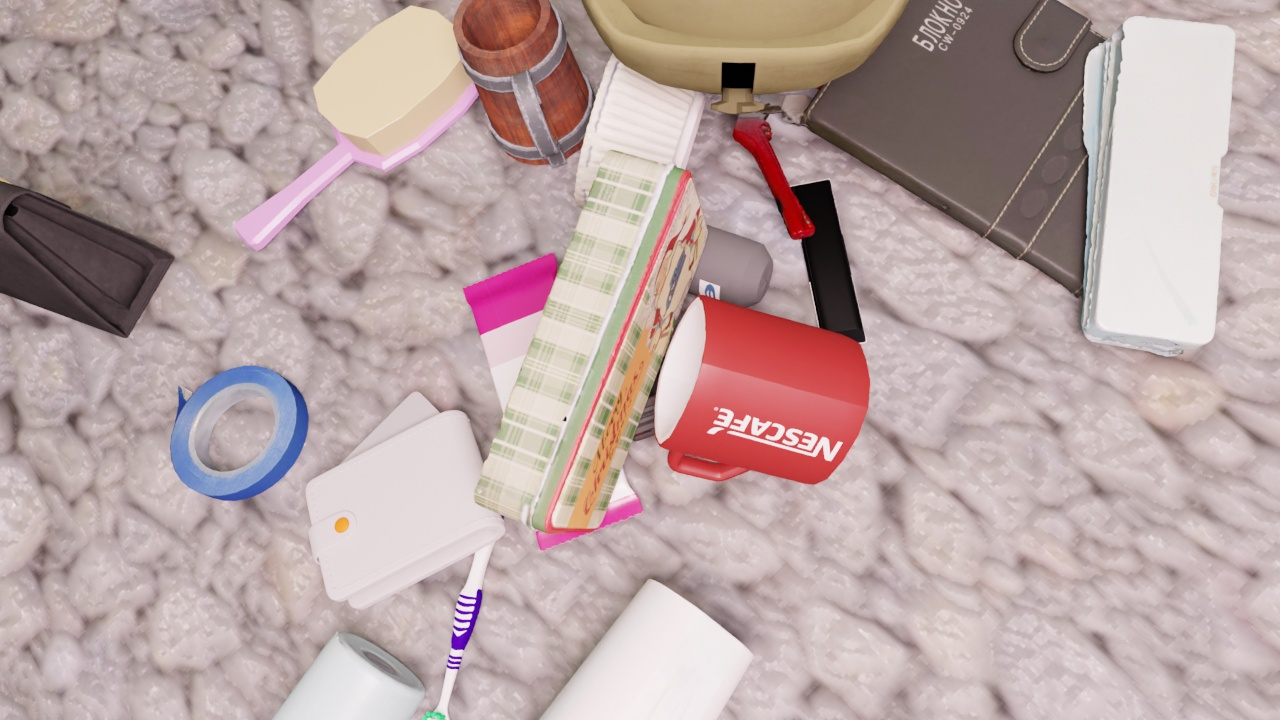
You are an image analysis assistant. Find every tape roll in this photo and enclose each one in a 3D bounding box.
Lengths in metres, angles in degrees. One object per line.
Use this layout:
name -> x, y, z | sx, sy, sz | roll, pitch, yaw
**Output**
tape roll -> -0.276, 0.050, 0.632 | 0.093, 0.016, 0.091 | -12, 67, 6

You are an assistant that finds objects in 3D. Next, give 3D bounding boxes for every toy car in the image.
toy car -> -0.003, 0.003, 0.588 | 0.040, 0.037, 0.092 | -20, 67, 2

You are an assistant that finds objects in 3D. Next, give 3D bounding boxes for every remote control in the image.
remote control -> 0.123, -0.067, 0.606 | 0.028, 0.012, 0.124 | -10, 67, 7

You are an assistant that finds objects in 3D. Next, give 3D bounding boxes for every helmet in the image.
helmet -> 0.059, -0.259, 0.506 | 0.250, 0.256, 0.232 | 3, 62, 5

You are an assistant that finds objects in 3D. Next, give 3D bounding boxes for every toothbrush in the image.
toothbrush -> -0.105, 0.150, 0.562 | 0.015, 0.016, 0.186 | 8, 71, 16

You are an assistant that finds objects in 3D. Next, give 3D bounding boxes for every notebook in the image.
notebook -> 0.234, -0.163, 0.592 | 0.209, 0.029, 0.169 | 34, 81, 4

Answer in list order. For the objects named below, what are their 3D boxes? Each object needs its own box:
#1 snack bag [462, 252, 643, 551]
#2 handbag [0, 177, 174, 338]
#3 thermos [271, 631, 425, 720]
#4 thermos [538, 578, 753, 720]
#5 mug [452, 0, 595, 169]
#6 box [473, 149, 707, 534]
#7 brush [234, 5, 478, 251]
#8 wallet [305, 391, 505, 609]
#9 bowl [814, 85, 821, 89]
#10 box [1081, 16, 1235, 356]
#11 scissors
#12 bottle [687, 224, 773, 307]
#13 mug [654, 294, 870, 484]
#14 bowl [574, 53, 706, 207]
snack bag -> -0.061, 0.022, 0.603 | 0.070, 0.016, 0.196 | -23, 66, 4
handbag -> -0.468, -0.108, 0.632 | 0.176, 0.196, 0.072 | 17, 73, 16
thermos -> -0.207, 0.258, 0.512 | 0.078, 0.065, 0.206 | 28, 76, 26
thermos -> -0.030, 0.225, 0.477 | 0.099, 0.099, 0.220 | 32, 75, 20
mug -> -0.075, -0.185, 0.635 | 0.081, 0.111, 0.117 | -19, 67, 3
box -> -0.020, -0.005, 0.517 | 0.050, 0.117, 0.205 | 20, 83, 16
brush -> -0.220, -0.174, 0.695 | 0.228, 0.043, 0.089 | -44, 68, -8
wallet -> -0.155, 0.082, 0.582 | 0.118, 0.037, 0.115 | -28, 59, 3
bowl -> 0.153, -0.233, 0.652 | 0.122, 0.035, 0.121 | -4, 68, 9
box -> 0.302, -0.105, 0.544 | 0.083, 0.067, 0.198 | 11, 80, -19
scissors -> 0.108, -0.157, 0.633 | 0.179, 0.015, 0.198 | 4, 57, 1
bottle -> 0.031, -0.069, 0.605 | 0.112, 0.047, 0.047 | 21, 74, 17
mug -> 0.062, 0.029, 0.534 | 0.096, 0.117, 0.080 | 15, 39, -12
bowl -> 0.003, -0.150, 0.613 | 0.062, 0.115, 0.115 | 18, 72, 1
